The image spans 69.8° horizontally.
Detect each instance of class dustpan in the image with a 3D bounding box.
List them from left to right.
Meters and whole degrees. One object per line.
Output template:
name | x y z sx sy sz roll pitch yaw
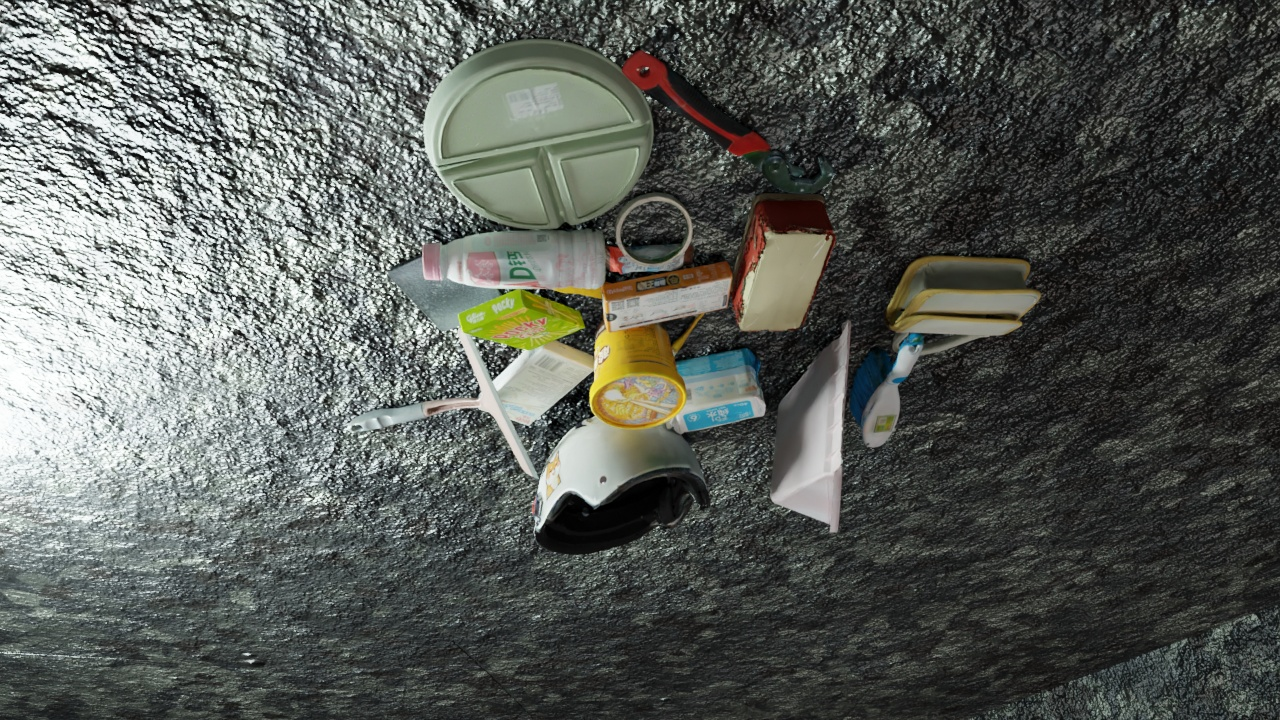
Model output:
dustpan | 0.275 0.109 1.251 0.139 0.222 0.274 18 150 -11

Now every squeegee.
squeegee | -0.288 0.069 1.246 0.250 0.040 0.248 -9 122 19

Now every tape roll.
tape roll | 0.015 -0.144 1.017 0.086 0.013 0.086 -3 124 -5

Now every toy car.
toy car | 0.046 0.089 1.331 0.043 0.034 0.090 -27 125 30

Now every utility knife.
utility knife | -0.043 -0.084 1.107 0.195 0.015 0.033 12 143 -26

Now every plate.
plate | -0.100 -0.215 0.920 0.230 0.027 0.231 -5 143 -4

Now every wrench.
wrench | 0.092 -0.234 0.929 0.273 0.016 0.056 22 132 -32

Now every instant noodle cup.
instant noodle cup | -0.007 0.007 1.149 0.118 0.114 0.119 -4 143 -3

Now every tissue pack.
tissue pack | 0.097 0.042 1.230 0.140 0.089 0.063 -12 142 7

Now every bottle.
bottle | -0.139 -0.111 1.012 0.197 0.068 0.068 -1 142 -8

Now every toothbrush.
toothbrush | 0.042 -0.018 1.206 0.018 0.016 0.192 20 136 -15

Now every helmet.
helmet | -0.039 0.160 1.282 0.229 0.156 0.275 4 152 -30

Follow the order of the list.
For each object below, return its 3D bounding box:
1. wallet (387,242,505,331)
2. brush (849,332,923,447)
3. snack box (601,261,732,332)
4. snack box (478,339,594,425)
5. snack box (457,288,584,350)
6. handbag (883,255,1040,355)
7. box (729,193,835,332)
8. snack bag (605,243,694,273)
wallet | -0.222 -0.087 1.078 0.097 0.019 0.121 -20 139 15
brush | 0.330 0.025 1.225 0.060 0.109 0.315 -4 143 1
snack box | 0.031 -0.075 1.094 0.153 0.026 0.075 -12 154 -5
snack box | -0.141 0.029 1.231 0.084 0.026 0.157 23 134 -33
snack box | -0.137 -0.046 1.083 0.086 0.026 0.156 -21 166 18
handbag | 0.401 -0.054 1.179 0.163 0.063 0.179 2 146 -8
box | 0.160 -0.104 1.058 0.091 0.079 0.169 -1 142 -9
snack bag | 0.010 -0.119 1.059 0.104 0.026 0.048 -5 151 -4
